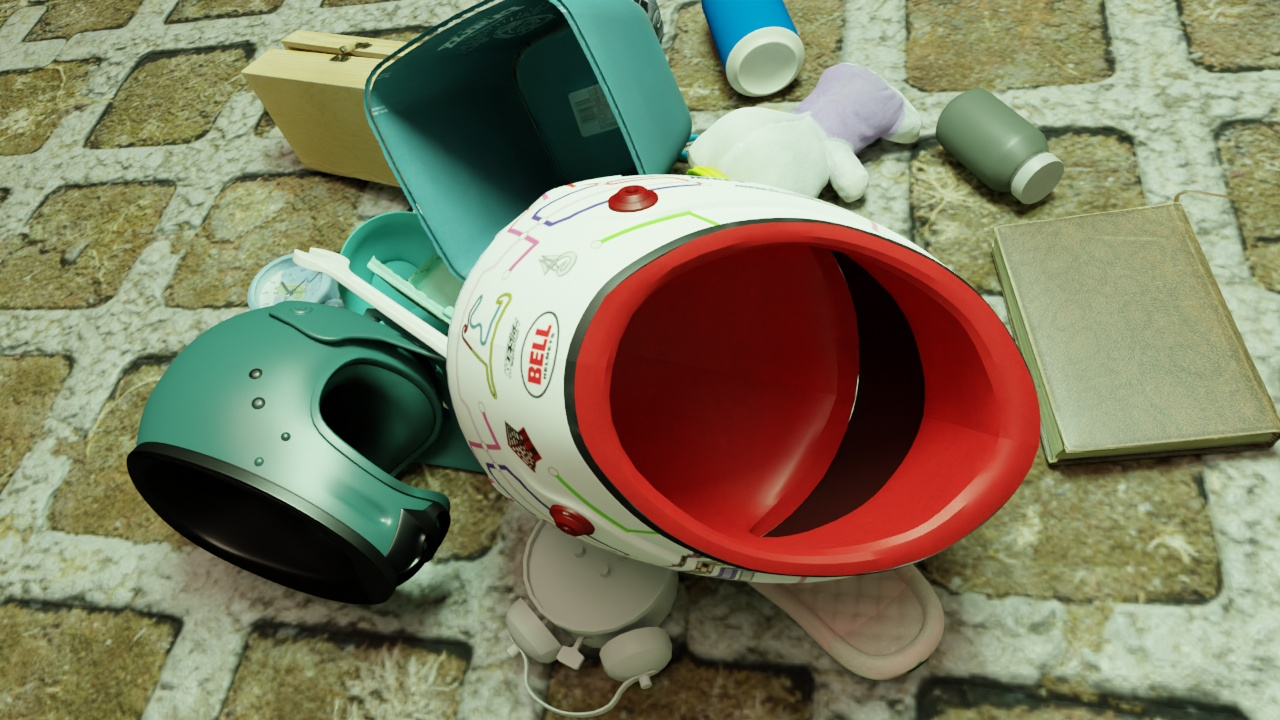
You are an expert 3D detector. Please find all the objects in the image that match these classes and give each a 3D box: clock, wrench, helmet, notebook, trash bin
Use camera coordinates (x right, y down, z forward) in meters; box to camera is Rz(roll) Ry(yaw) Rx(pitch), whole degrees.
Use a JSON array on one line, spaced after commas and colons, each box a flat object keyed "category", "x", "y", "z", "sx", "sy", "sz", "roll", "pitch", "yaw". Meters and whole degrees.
[{"category": "clock", "x": -0.310, "y": -0.058, "z": 0.868, "sx": 0.124, "sy": 0.052, "sz": 0.088, "roll": -3, "pitch": 55, "yaw": 8}, {"category": "wrench", "x": -0.190, "y": -0.040, "z": 0.699, "sx": 0.273, "sy": 0.047, "sz": 0.009, "roll": 30, "pitch": 109, "yaw": 39}, {"category": "helmet", "x": 0.041, "y": 0.008, "z": 0.559, "sx": 0.314, "sy": 0.236, "sz": 0.231, "roll": 10, "pitch": 93, "yaw": -13}, {"category": "clock", "x": -0.030, "y": 0.163, "z": 0.634, "sx": 0.120, "sy": 0.061, "sz": 0.158, "roll": 7, "pitch": 57, "yaw": 19}, {"category": "notebook", "x": 0.376, "y": -0.029, "z": 0.677, "sx": 0.190, "sy": 0.034, "sz": 0.215, "roll": -7, "pitch": 55, "yaw": 9}, {"category": "helmet", "x": -0.222, "y": 0.054, "z": 0.691, "sx": 0.275, "sy": 0.177, "sz": 0.199, "roll": 16, "pitch": 48, "yaw": 14}, {"category": "trash bin", "x": -0.070, "y": -0.201, "z": 0.773, "sx": 0.197, "sy": 0.199, "sz": 0.218, "roll": -17, "pitch": 19, "yaw": 26}]

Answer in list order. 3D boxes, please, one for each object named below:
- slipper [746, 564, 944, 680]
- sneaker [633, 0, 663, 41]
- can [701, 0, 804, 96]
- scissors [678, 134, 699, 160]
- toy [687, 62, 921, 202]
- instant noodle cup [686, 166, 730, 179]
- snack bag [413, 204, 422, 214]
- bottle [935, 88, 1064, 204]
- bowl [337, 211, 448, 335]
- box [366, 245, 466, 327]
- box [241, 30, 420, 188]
[{"category": "slipper", "x": 0.114, "y": 0.119, "z": 0.630, "sx": 0.106, "sy": 0.056, "sz": 0.221, "roll": -36, "pitch": 55, "yaw": -13}, {"category": "sneaker", "x": -0.064, "y": -0.331, "z": 0.931, "sx": 0.097, "sy": 0.151, "sz": 0.251, "roll": 19, "pitch": 63, "yaw": 24}, {"category": "can", "x": 0.112, "y": -0.341, "z": 0.936, "sx": 0.079, "sy": 0.079, "sz": 0.146, "roll": -15, "pitch": 54, "yaw": 4}, {"category": "scissors", "x": 0.002, "y": -0.191, "z": 0.902, "sx": 0.127, "sy": 0.014, "sz": 0.126, "roll": 4, "pitch": 57, "yaw": 19}, {"category": "toy", "x": 0.147, "y": -0.196, "z": 0.826, "sx": 0.209, "sy": 0.086, "sz": 0.137, "roll": -34, "pitch": 55, "yaw": -16}, {"category": "instant noodle cup", "x": 0.057, "y": -0.070, "z": 0.729, "sx": 0.098, "sy": 0.146, "sz": 0.146, "roll": -40, "pitch": 55, "yaw": -1}, {"category": "snack bag", "x": -0.158, "y": -0.142, "z": 0.895, "sx": 0.116, "sy": 0.036, "sz": 0.077, "roll": -24, "pitch": 53, "yaw": -2}, {"category": "bottle", "x": 0.307, "y": -0.183, "z": 0.787, "sx": 0.060, "sy": 0.060, "sz": 0.108, "roll": -28, "pitch": 54, "yaw": -6}, {"category": "bowl", "x": -0.218, "y": -0.071, "z": 0.840, "sx": 0.121, "sy": 0.121, "sz": 0.046, "roll": -50, "pitch": 16, "yaw": -20}, {"category": "box", "x": -0.122, "y": -0.042, "z": 0.763, "sx": 0.187, "sy": 0.112, "sz": 0.078, "roll": 33, "pitch": 89, "yaw": 18}, {"category": "box", "x": -0.268, "y": -0.251, "z": 0.921, "sx": 0.249, "sy": 0.128, "sz": 0.091, "roll": 18, "pitch": 61, "yaw": 34}]
